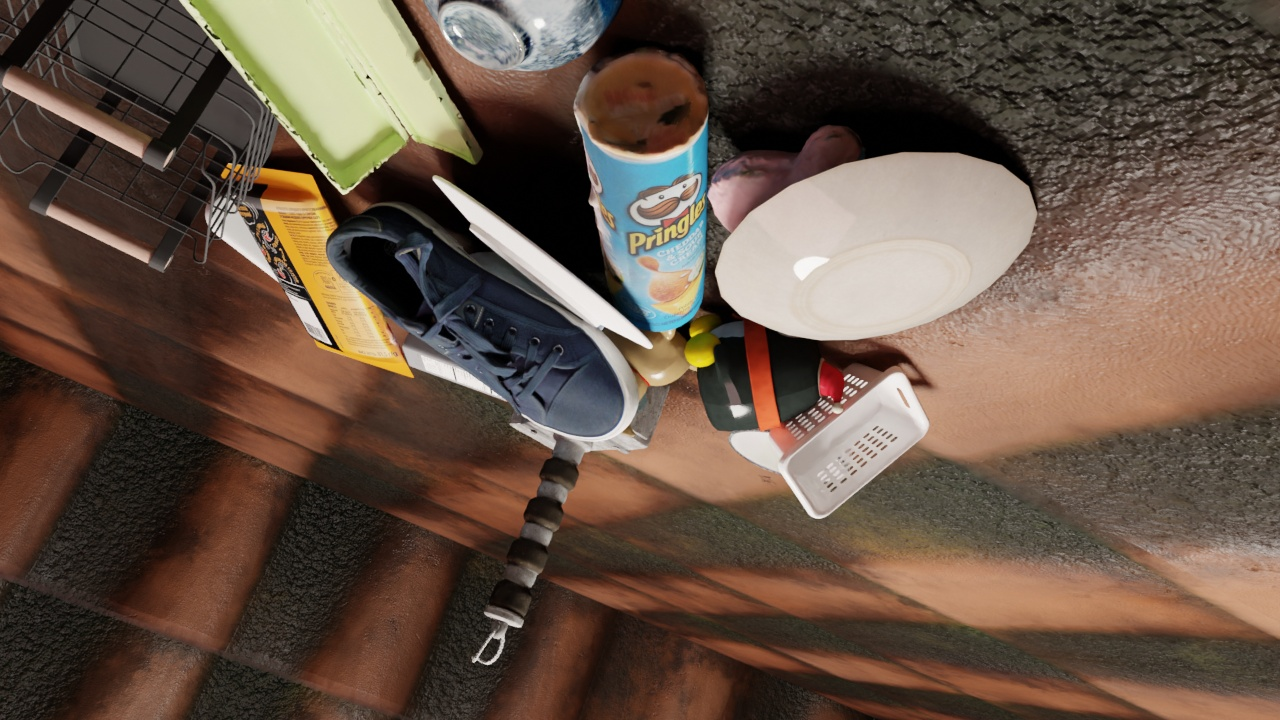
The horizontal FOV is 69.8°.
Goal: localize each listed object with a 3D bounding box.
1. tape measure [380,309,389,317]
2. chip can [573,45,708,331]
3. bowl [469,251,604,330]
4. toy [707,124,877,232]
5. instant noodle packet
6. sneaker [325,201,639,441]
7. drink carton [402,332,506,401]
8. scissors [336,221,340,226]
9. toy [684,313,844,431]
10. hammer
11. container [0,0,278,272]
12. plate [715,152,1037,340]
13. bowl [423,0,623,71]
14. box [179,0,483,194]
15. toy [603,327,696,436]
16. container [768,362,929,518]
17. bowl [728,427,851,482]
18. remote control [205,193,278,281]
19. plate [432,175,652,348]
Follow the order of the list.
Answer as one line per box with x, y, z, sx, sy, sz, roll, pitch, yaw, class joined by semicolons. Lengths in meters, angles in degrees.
-0.257;-0.065;0.917;0.063;0.038;0.067;-4;150;45;tape measure
0.006;-0.099;0.600;0.080;0.079;0.230;17;159;10;chip can
-0.115;-0.030;0.868;0.150;0.074;0.151;18;159;7;bowl
0.102;-0.098;0.550;0.108;0.053;0.105;27;148;-28;toy
-0.308;-0.084;0.870;0.160;0.032;0.221;14;136;36;instant noodle packet
-0.133;-0.027;0.748;0.294;0.121;0.127;35;-160;0;sneaker
-0.199;-0.004;1.040;0.125;0.048;0.076;20;159;2;drink carton
-0.258;-0.086;0.944;0.199;0.015;0.179;14;158;13;scissors
0.103;0.008;0.748;0.119;0.100;0.097;-9;-163;10;toy
-0.094;0.147;0.928;0.079;0.325;0.177;33;155;-30;hammer
-0.370;-0.176;0.673;0.162;0.130;0.242;28;157;-19;container
0.141;-0.053;0.551;0.188;0.027;0.189;-4;152;-2;plate
-0.071;-0.188;0.474;0.114;0.060;0.114;17;158;7;bowl
-0.192;-0.192;0.595;0.130;0.064;0.188;-8;151;13;box
-0.005;0.005;0.824;0.106;0.108;0.134;39;173;37;toy
0.169;0.061;0.768;0.081;0.129;0.049;54;176;-32;container
0.147;0.063;0.867;0.116;0.065;0.116;18;158;7;bowl
-0.386;-0.120;0.938;0.013;0.043;0.136;7;155;31;remote control
-0.077;-0.069;0.703;0.208;0.015;0.208;38;178;1;plate
